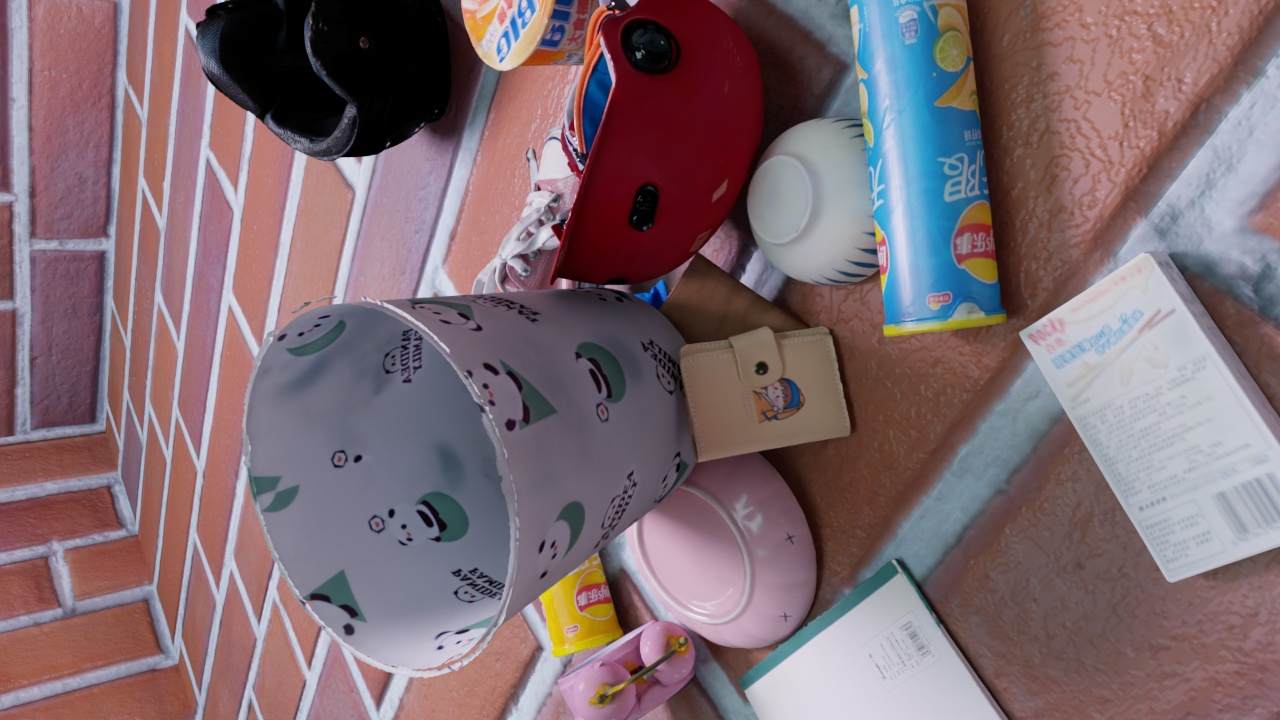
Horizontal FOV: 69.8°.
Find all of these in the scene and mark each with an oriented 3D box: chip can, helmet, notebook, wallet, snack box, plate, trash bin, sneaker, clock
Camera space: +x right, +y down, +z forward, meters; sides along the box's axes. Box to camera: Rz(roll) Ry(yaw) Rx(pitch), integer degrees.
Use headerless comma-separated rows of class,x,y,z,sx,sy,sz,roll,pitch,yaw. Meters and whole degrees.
chip can,-0.079,0.177,0.904,0.072,0.072,0.213,-32,70,48
helmet,0.014,-0.153,0.654,0.207,0.144,0.239,113,163,-55
notebook,0.163,0.259,0.668,0.150,0.012,0.210,59,135,26
wallet,0.087,0.020,0.649,0.024,0.115,0.087,133,127,-78
helmet,-0.322,-0.355,0.992,0.234,0.229,0.275,9,104,35
snack box,0.278,0.030,0.484,0.085,0.026,0.156,-43,63,45
plate,0.051,0.148,0.740,0.193,0.038,0.193,18,117,40
trash bin,-0.092,0.054,0.631,0.230,0.251,0.230,8,104,32
sneaker,-0.084,-0.088,0.791,0.118,0.087,0.241,2,87,55
wallet,0.054,-0.011,0.703,0.101,0.020,0.116,35,121,0
chip can,0.171,-0.122,0.554,0.071,0.071,0.210,-6,91,51
clock,-0.011,0.270,0.781,0.060,0.117,0.159,60,157,10

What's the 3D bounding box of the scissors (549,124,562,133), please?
scissors,-0.032,-0.209,0.834,0.144,0.012,0.171,61,138,24

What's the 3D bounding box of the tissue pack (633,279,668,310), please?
tissue pack,-0.005,0.005,0.802,0.158,0.052,0.095,-41,66,45

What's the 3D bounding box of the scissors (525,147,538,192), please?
scissors,-0.098,-0.094,0.912,0.225,0.015,0.189,-45,65,51

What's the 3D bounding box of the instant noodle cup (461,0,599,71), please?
instant noodle cup,-0.069,-0.321,0.783,0.152,0.111,0.151,10,103,49

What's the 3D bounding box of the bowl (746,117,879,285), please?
bowl,0.116,-0.108,0.627,0.117,0.066,0.116,9,102,50
